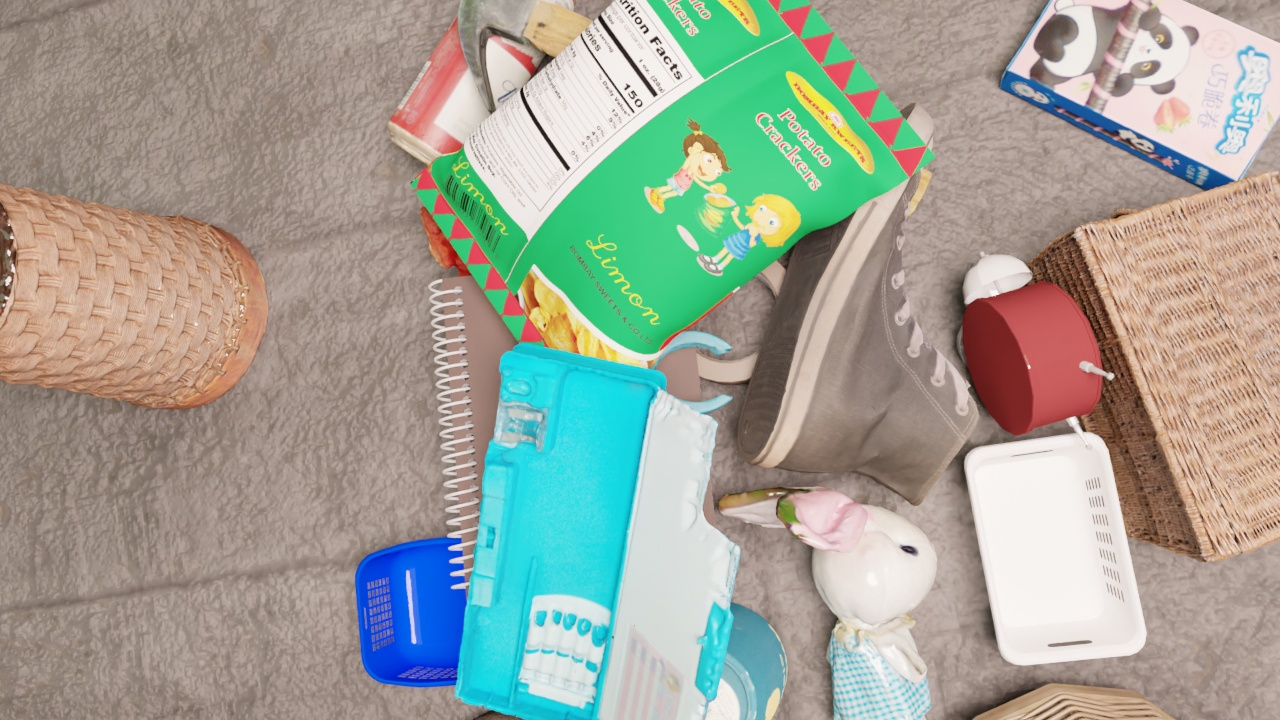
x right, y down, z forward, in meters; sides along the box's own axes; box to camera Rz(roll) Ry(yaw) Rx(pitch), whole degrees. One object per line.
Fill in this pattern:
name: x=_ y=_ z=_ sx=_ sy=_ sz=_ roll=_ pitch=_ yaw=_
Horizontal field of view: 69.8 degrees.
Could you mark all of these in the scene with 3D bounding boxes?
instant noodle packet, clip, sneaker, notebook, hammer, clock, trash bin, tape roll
instant noodle packet: x=0.004 y=-0.110 z=0.534 sx=0.253 sy=0.090 sz=0.195 roll=-38 pitch=80 yaw=16
clip: x=-0.002 y=0.023 z=0.577 sx=0.127 sy=0.028 sz=0.113 roll=-8 pitch=85 yaw=-3
sneaker: x=0.154 y=-0.033 z=0.560 sx=0.120 sy=0.095 sz=0.234 roll=19 pitch=84 yaw=-11
notebook: x=-0.045 y=0.043 z=0.596 sx=0.171 sy=0.022 sz=0.209 roll=-6 pitch=83 yaw=-1
hammer: x=0.034 y=-0.176 z=0.609 sx=0.330 sy=0.033 sz=0.132 roll=24 pitch=94 yaw=1
clock: x=0.225 y=-0.009 z=0.544 sx=0.044 sy=0.087 sz=0.124 roll=-16 pitch=46 yaw=-2
trash bin: x=-0.384 y=-0.046 z=0.633 sx=0.151 sy=0.210 sz=0.151 roll=-1 pitch=85 yaw=12
tape roll: x=0.061 y=-0.031 z=0.624 sx=0.094 sy=0.030 sz=0.093 roll=-1 pitch=84 yaw=12

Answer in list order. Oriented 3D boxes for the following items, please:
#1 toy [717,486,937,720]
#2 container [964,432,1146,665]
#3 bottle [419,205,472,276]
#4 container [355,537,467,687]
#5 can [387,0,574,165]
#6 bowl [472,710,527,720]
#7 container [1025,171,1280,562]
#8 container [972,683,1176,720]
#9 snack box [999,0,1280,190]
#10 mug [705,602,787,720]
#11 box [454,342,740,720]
toy: x=0.148 y=0.154 z=0.560 sx=0.105 sy=0.131 sz=0.205 roll=-28 pitch=92 yaw=-12
container: x=0.247 y=0.112 z=0.559 sx=0.081 sy=0.049 sz=0.129 roll=-10 pitch=83 yaw=11
bottle: x=-0.094 y=-0.107 z=0.632 sx=0.111 sy=0.099 sz=0.099 roll=-19 pitch=81 yaw=10
container: x=-0.130 y=0.169 z=0.633 sx=0.114 sy=0.058 sz=0.096 roll=-9 pitch=83 yaw=12
can: x=-0.113 y=-0.215 z=0.662 sx=0.067 sy=0.067 sz=0.170 roll=34 pitch=92 yaw=13
bowl: x=-0.095 y=0.296 z=0.604 sx=0.121 sy=0.056 sz=0.121 roll=-4 pitch=76 yaw=17
container: x=0.317 y=0.003 z=0.522 sx=0.113 sy=0.113 sz=0.198 roll=-20 pitch=82 yaw=6
container: x=0.257 y=0.286 z=0.444 sx=0.227 sy=0.196 sz=0.227 roll=0 pitch=93 yaw=0
snack box: x=0.321 y=-0.181 z=0.579 sx=0.154 sy=0.033 sz=0.088 roll=33 pitch=92 yaw=13
mug: x=0.040 y=0.212 z=0.568 sx=0.084 sy=0.104 sz=0.112 roll=22 pitch=89 yaw=14
box: x=-0.017 y=0.119 z=0.517 sx=0.181 sy=0.073 sz=0.227 roll=19 pitch=108 yaw=29
